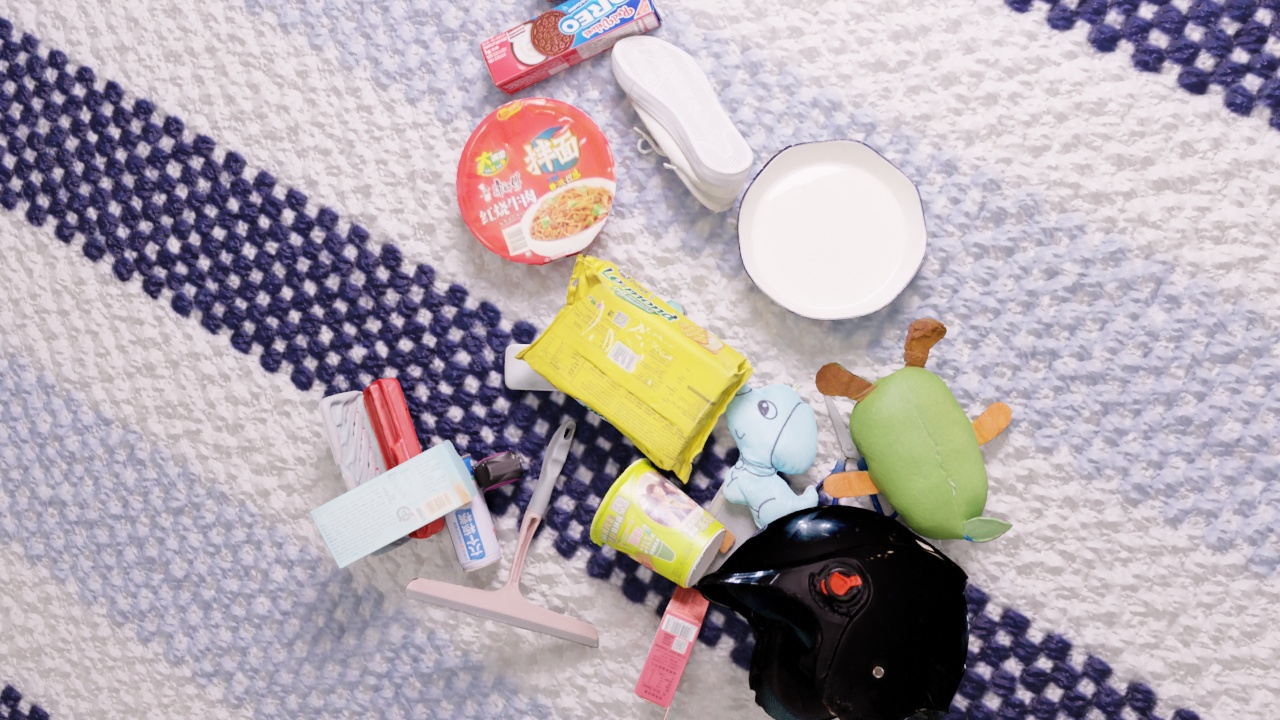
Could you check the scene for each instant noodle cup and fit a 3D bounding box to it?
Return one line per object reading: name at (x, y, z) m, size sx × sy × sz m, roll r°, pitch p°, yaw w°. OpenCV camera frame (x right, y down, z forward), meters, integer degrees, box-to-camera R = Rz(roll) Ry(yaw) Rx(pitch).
instant noodle cup at (0.025, 0.189, 1.026) m, size 0.123 × 0.111 × 0.112 m, roll 32°, pitch 96°, yaw 21°
instant noodle cup at (-0.117, -0.206, 1.082) m, size 0.194 × 0.065 × 0.194 m, roll 0°, pitch 90°, yaw 11°

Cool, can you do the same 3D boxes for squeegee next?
squeegee at (-0.125, 0.189, 1.089) m, size 0.247 × 0.040 × 0.249 m, roll 23°, pitch 78°, yaw -24°

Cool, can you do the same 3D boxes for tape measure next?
tape measure at (-0.171, 0.131, 1.101) m, size 0.057 × 0.058 × 0.039 m, roll -15°, pitch 80°, yaw -34°

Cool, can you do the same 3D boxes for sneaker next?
sneaker at (0.044, -0.269, 1.051) m, size 0.089 × 0.091 × 0.242 m, roll -24°, pitch 66°, yaw -19°

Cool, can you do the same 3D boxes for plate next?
plate at (0.210, -0.142, 1.020) m, size 0.205 × 0.045 × 0.204 m, roll -1°, pitch 83°, yaw 5°

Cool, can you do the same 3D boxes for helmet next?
helmet at (0.204, 0.260, 0.947) m, size 0.275 × 0.234 × 0.229 m, roll 35°, pitch 66°, yaw 4°

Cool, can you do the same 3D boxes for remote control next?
remote control at (-0.097, 0.009, 1.104) m, size 0.136 × 0.020 × 0.056 m, roll 1°, pitch 91°, yaw 10°

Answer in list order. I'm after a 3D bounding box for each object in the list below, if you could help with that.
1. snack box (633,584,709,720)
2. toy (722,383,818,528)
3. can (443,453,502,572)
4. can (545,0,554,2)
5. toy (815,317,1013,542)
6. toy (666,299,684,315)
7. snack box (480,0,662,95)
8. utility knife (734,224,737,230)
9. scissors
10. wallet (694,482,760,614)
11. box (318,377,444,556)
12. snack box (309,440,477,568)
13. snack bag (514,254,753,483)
snack box at (0.033, 0.330, 1.038) m, size 0.044 × 0.113 × 0.127 m, roll 21°, pitch 95°, yaw 8°
toy at (0.149, 0.099, 1.039) m, size 0.161 × 0.050 × 0.156 m, roll 40°, pitch 85°, yaw 12°
can at (-0.212, 0.185, 1.112) m, size 0.053 × 0.053 × 0.134 m, roll -19°, pitch 87°, yaw 10°
can at (-0.065, -0.461, 1.071) m, size 0.116 × 0.058 × 0.058 m, roll -11°, pitch 89°, yaw 11°
toy at (0.300, 0.089, 0.997) m, size 0.227 × 0.090 × 0.246 m, roll -24°, pitch 90°, yaw 0°
toy at (0.040, -0.026, 1.075) m, size 0.096 × 0.030 × 0.092 m, roll -15°, pitch 93°, yaw 3°
snack box at (-0.081, -0.383, 1.076) m, size 0.208 × 0.058 × 0.057 m, roll -21°, pitch 90°, yaw 10°
utility knife at (0.198, -0.127, 1.050) m, size 0.187 × 0.013 × 0.029 m, roll 23°, pitch 97°, yaw 7°
scissors at (0.244, 0.115, 1.047) m, size 0.163 × 0.012 × 0.162 m, roll 34°, pitch 96°, yaw 10°
wallet at (0.109, 0.212, 1.061) m, size 0.106 × 0.037 × 0.130 m, roll 33°, pitch 96°, yaw 8°
box at (-0.320, 0.130, 1.108) m, size 0.098 × 0.095 × 0.201 m, roll -18°, pitch 87°, yaw -34°
snack box at (-0.281, 0.163, 1.052) m, size 0.175 × 0.051 × 0.074 m, roll -27°, pitch 91°, yaw -2°
snack bag at (-0.006, 0.006, 1.037) m, size 0.246 × 0.068 × 0.158 m, roll 35°, pitch 103°, yaw 7°
